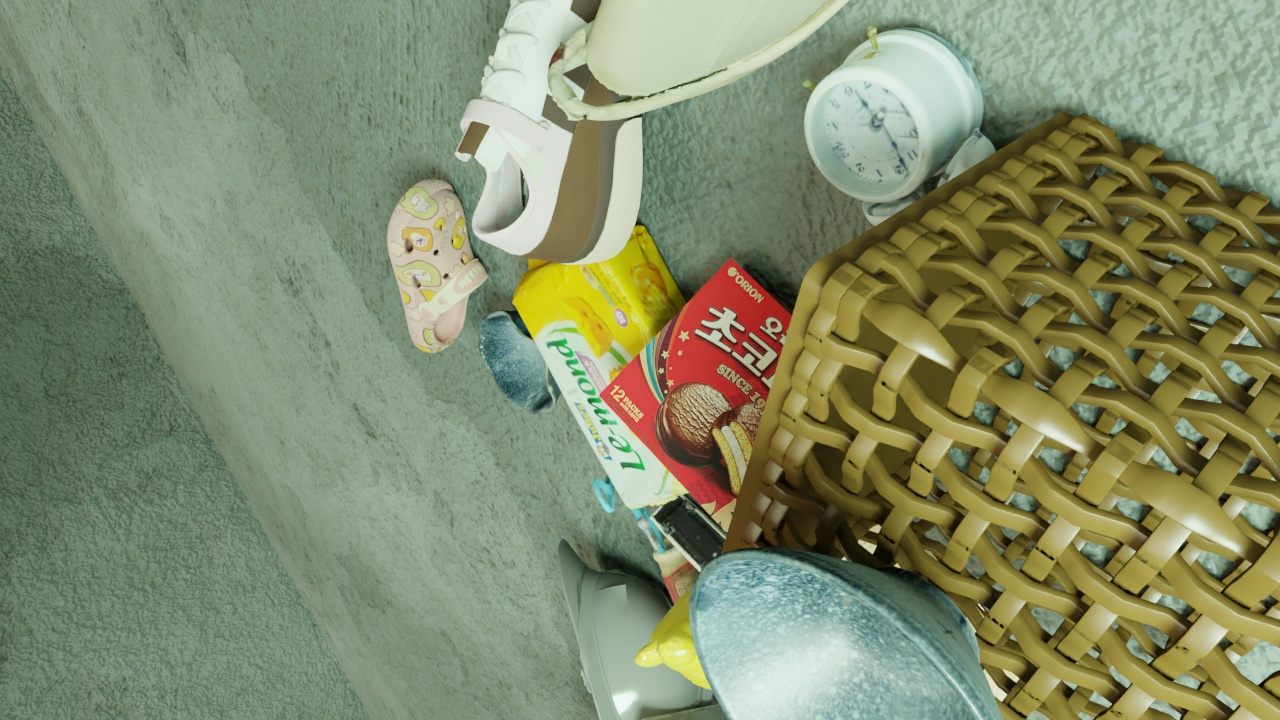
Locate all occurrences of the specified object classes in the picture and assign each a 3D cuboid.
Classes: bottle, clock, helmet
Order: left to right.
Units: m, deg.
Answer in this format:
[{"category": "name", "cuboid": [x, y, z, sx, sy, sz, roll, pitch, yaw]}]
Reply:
[{"category": "helmet", "cuboid": [0.008, 0.295, 0.925, 0.183, 0.118, 0.271, 73, 179, -69]}, {"category": "bottle", "cuboid": [0.047, 0.219, 0.875, 0.044, 0.044, 0.109, -5, 110, 53]}, {"category": "clock", "cuboid": [0.141, -0.117, 0.490, 0.117, 0.056, 0.083, 54, 146, -5]}]

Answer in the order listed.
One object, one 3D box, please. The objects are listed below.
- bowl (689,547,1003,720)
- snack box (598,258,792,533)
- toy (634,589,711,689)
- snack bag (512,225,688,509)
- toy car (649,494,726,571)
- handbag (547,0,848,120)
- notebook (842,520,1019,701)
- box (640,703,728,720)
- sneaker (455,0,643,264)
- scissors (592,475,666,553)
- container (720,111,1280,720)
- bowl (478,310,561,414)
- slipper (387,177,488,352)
[{"category": "bowl", "cuboid": [0.087, 0.114, 0.340, 0.137, 0.057, 0.137, 31, 137, 34]}, {"category": "snack box", "cuboid": [0.072, 0.032, 0.630, 0.152, 0.133, 0.036, 46, -173, 18]}, {"category": "toy", "cuboid": [0.069, 0.230, 0.760, 0.134, 0.207, 0.092, -1, 85, 14]}, {"category": "snack bag", "cuboid": [-0.004, 0.004, 0.754, 0.160, 0.068, 0.247, -21, 98, 56]}, {"category": "toy car", "cuboid": [0.053, 0.159, 0.806, 0.113, 0.039, 0.039, 39, 167, 52]}, {"category": "handbag", "cuboid": [0.041, -0.225, 0.439, 0.132, 0.183, 0.229, 60, 162, 3]}, {"category": "notebook", "cuboid": [0.173, 0.181, 0.705, 0.225, 0.024, 0.168, 52, 144, 10]}, {"category": "box", "cuboid": [0.044, 0.434, 0.779, 0.167, 0.329, 0.165, 20, 145, 44]}, {"category": "sneaker", "cuboid": [-0.060, -0.202, 0.579, 0.112, 0.116, 0.294, 29, 120, 37]}, {"category": "scissors", "cuboid": [-0.022, 0.118, 0.834, 0.135, 0.015, 0.129, 52, -171, 18]}, {"category": "container", "cuboid": [0.194, 0.068, 0.418, 0.214, 0.219, 0.252, 38, 141, 27]}, {"category": "bowl", "cuboid": [-0.103, -0.006, 0.881, 0.110, 0.055, 0.110, 30, 136, 34]}, {"category": "slipper", "cuboid": [-0.189, -0.086, 0.913, 0.081, 0.093, 0.198, 20, 135, 16]}]
